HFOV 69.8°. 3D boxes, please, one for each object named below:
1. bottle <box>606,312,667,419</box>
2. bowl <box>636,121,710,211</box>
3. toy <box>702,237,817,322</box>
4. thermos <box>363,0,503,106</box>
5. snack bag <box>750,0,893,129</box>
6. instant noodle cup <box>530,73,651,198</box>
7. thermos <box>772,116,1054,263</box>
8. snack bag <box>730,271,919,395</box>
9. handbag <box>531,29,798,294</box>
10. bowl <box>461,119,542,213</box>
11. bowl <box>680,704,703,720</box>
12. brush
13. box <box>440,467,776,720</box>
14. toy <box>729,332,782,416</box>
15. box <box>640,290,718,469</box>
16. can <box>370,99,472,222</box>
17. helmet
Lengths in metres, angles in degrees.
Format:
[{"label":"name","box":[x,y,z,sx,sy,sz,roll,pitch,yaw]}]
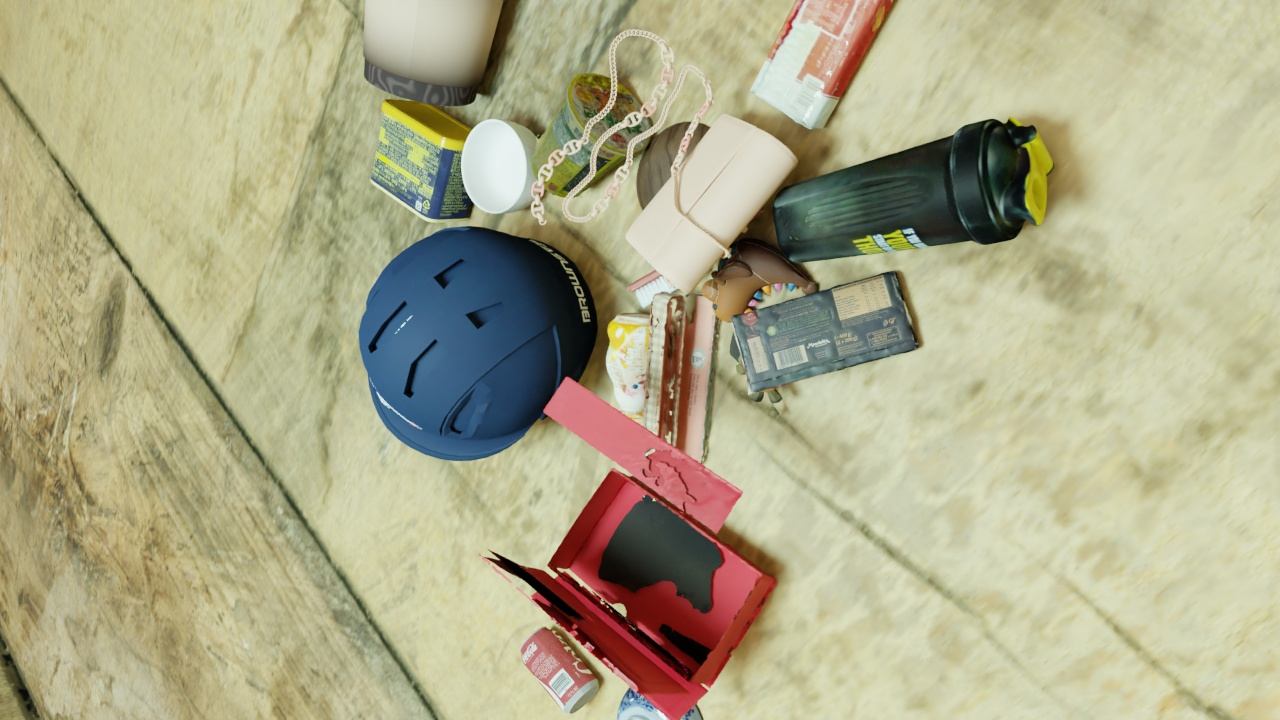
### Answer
[{"label":"bottle","box":[-0.006,0.006,0.962,0.063,0.063,0.109,11,102,36]},{"label":"bowl","box":[0.037,-0.180,0.921,0.119,0.032,0.119,6,101,37]},{"label":"toy","box":[0.113,-0.067,0.880,0.103,0.070,0.090,28,128,7]},{"label":"thermos","box":[-0.225,-0.412,1.009,0.173,0.172,0.227,34,122,29]},{"label":"snack bag","box":[0.178,-0.317,0.789,0.077,0.041,0.226,41,117,25]},{"label":"instant noodle cup","box":[-0.058,-0.226,0.955,0.108,0.102,0.102,-36,75,45]},{"label":"thermos","box":[0.219,-0.133,0.757,0.221,0.098,0.098,-7,93,44]},{"label":"snack bag","box":[0.163,-0.025,0.821,0.155,0.018,0.074,-15,86,12]},{"label":"handbag","box":[0.016,-0.162,0.812,0.199,0.187,0.116,-51,24,9]},{"label":"bowl","box":[-0.150,-0.220,1.045,0.105,0.054,0.105,8,104,36]},{"label":"bowl","box":[0.013,0.412,1.021,0.114,0.045,0.114,6,101,37]},{"label":"brush","box":[0.058,-0.101,0.918,0.173,0.040,0.030,-29,96,34]},{"label":"box","box":[-0.069,0.303,0.898,0.211,0.408,0.108,33,153,30]},{"label":"toy","box":[0.117,0.005,0.871,0.076,0.062,0.100,4,105,48]},{"label":"box","box":[0.038,0.023,0.932,0.078,0.054,0.187,1,103,-8]},{"label":"can","box":[-0.259,-0.241,1.113,0.135,0.075,0.104,35,119,28]},{"label":"helmet","box":[-0.194,-0.014,0.973,0.232,0.222,0.273,49,114,9]}]
